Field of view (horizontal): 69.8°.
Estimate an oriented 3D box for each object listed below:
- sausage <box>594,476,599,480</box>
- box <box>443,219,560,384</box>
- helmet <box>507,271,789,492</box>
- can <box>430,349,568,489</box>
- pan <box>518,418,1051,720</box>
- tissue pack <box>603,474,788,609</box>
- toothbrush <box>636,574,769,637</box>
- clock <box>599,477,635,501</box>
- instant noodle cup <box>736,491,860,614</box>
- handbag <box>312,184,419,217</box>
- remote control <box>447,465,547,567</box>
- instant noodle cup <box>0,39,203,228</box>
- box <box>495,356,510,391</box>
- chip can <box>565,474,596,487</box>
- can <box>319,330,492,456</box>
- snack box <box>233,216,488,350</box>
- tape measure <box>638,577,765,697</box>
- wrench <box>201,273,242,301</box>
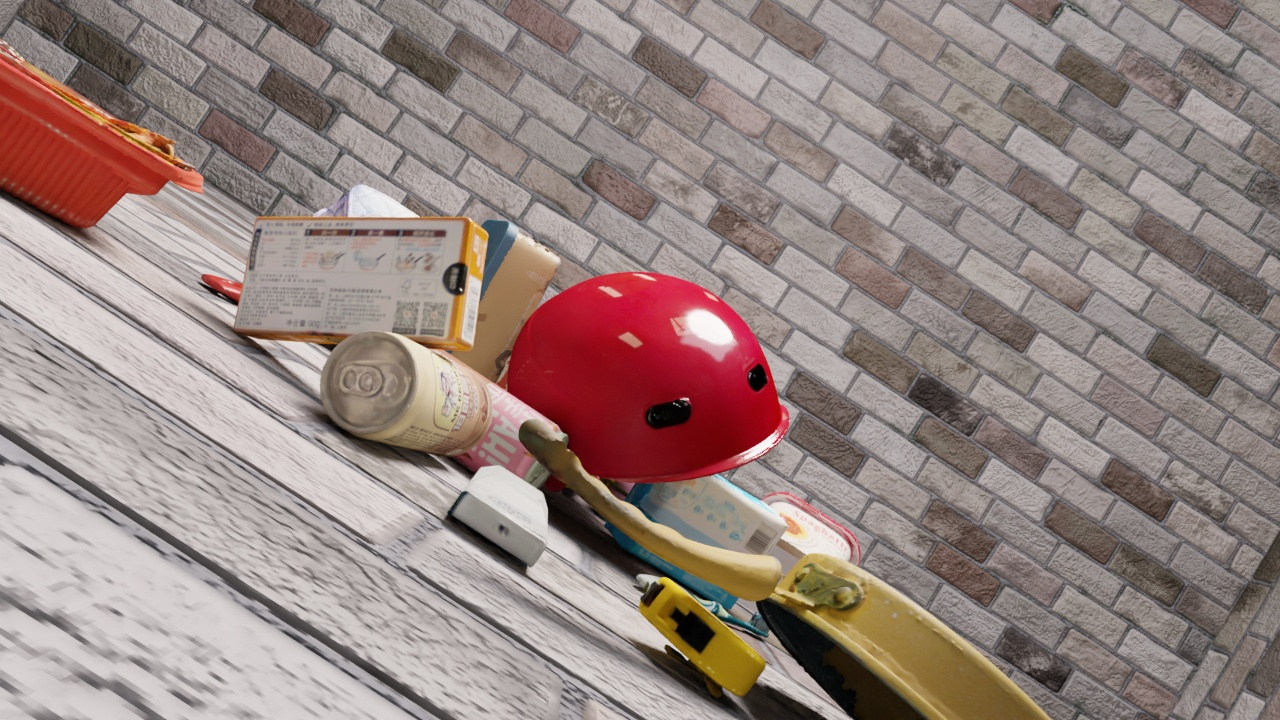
[{"bbox_3d":[-0.023,0.154,1.029,0.156,0.020,0.020,30,-5,44],"label":"sausage"},{"bbox_3d":[-0.135,-0.037,0.768,0.059,0.184,0.090,28,-5,-27],"label":"box"},{"bbox_3d":[-0.004,0.004,0.708,0.240,0.206,0.144,3,-69,59],"label":"helmet"},{"bbox_3d":[-0.124,0.034,0.620,0.147,0.058,0.058,32,-3,9],"label":"can"},{"bbox_3d":[0.084,0.135,0.448,0.357,0.078,0.198,49,-14,-17],"label":"pan"},{"bbox_3d":[0.047,0.136,0.749,0.140,0.090,0.063,34,1,-23],"label":"tissue pack"},{"bbox_3d":[0.051,0.174,0.653,0.016,0.018,0.191,31,-5,41],"label":"toothbrush"},{"bbox_3d":[0.020,0.144,0.853,0.117,0.060,0.158,30,-3,36],"label":"clock"},{"bbox_3d":[0.142,0.203,0.890,0.116,0.117,0.124,32,9,12],"label":"instant noodle cup"},{"bbox_3d":[-0.208,-0.067,0.839,0.193,0.076,0.134,31,43,-46],"label":"handbag"},{"bbox_3d":[-0.071,0.078,0.486,0.049,0.024,0.125,33,-3,-4],"label":"remote control"},{"bbox_3d":[-0.378,-0.149,0.562,0.188,0.079,0.164,35,-3,-41],"label":"instant noodle cup"},{"bbox_3d":[-0.154,0.003,0.980,0.168,0.091,0.076,33,0,1],"label":"box"},{"bbox_3d":[-0.066,0.086,0.928,0.071,0.071,0.210,33,-4,2],"label":"chip can"},{"bbox_3d":[-0.130,0.022,0.528,0.058,0.058,0.116,32,-3,15],"label":"can"},{"bbox_3d":[-0.170,-0.048,0.554,0.154,0.075,0.026,3,-11,18],"label":"snack box"},{"bbox_3d":[0.030,0.137,0.439,0.057,0.029,0.060,29,-14,51],"label":"tape measure"},{"bbox_3d":[-0.255,-0.021,0.779,0.056,0.016,0.273,28,-2,32],"label":"wrench"}]
